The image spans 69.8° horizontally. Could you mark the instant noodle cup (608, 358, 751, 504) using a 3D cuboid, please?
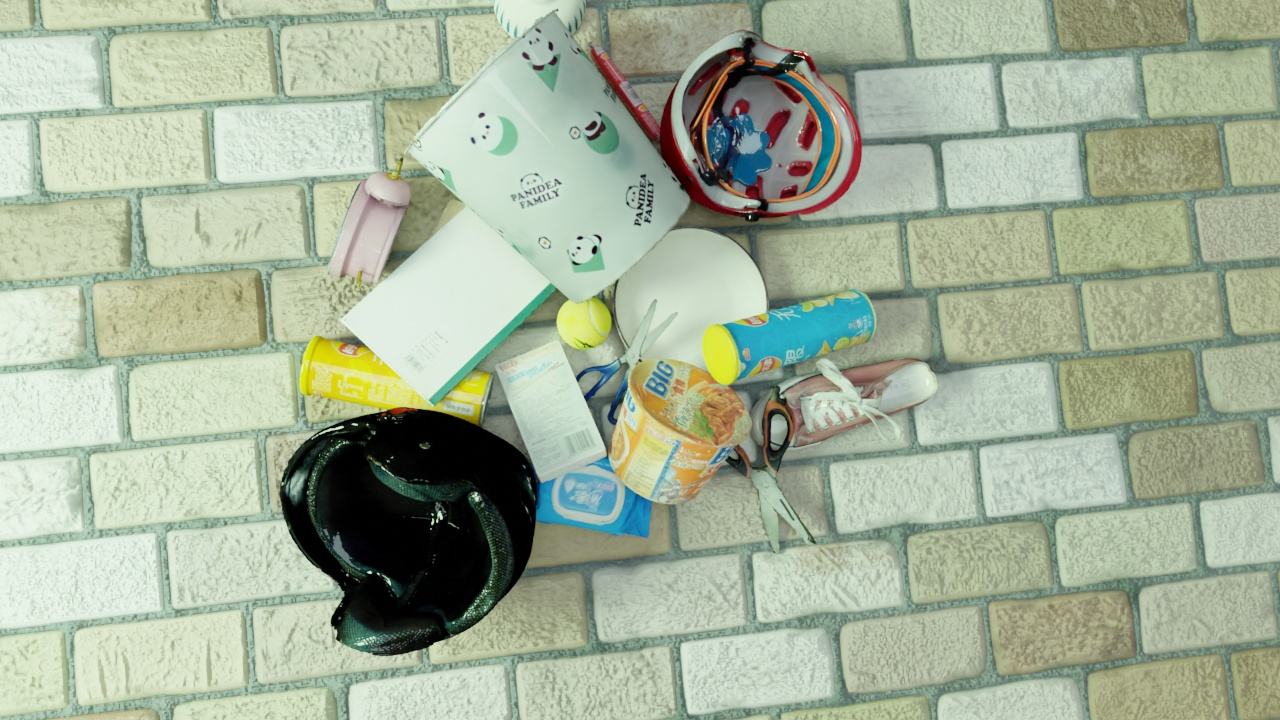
[{"bbox_3d":[0.037,0.086,1.061,0.151,0.151,0.112,23,122,-4],"label":"instant noodle cup"}]

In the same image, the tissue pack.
[{"bbox_3d":[-0.059,0.158,1.100,0.157,0.052,0.095,11,86,-5],"label":"tissue pack"}]

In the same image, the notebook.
[{"bbox_3d":[-0.220,-0.068,1.071,0.150,0.012,0.208,43,72,4],"label":"notebook"}]

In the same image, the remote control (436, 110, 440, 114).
[{"bbox_3d":[-0.194,-0.260,1.128,0.136,0.020,0.056,23,84,-4],"label":"remote control"}]

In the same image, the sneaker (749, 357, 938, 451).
[{"bbox_3d":[0.251,0.050,1.117,0.241,0.088,0.118,-15,88,-2],"label":"sneaker"}]

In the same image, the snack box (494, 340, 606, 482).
[{"bbox_3d":[-0.107,0.059,1.085,0.084,0.027,0.156,-22,65,-7],"label":"snack box"}]

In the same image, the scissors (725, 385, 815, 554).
[{"bbox_3d":[0.147,0.127,1.117,0.189,0.015,0.224,23,114,18],"label":"scissors"}]

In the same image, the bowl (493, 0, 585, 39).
[{"bbox_3d":[-0.124,-0.453,1.123,0.116,0.066,0.116,0,86,-6],"label":"bowl"}]

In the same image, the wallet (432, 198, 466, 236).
[{"bbox_3d":[-0.194,-0.142,1.121,0.115,0.024,0.087,22,90,-3],"label":"wallet"}]

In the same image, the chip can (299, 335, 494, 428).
[{"bbox_3d":[-0.283,0.026,1.076,0.213,0.072,0.072,12,85,-4],"label":"chip can"}]

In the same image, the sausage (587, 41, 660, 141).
[{"bbox_3d":[-0.018,-0.331,1.133,0.020,0.020,0.156,-35,86,-7],"label":"sausage"}]

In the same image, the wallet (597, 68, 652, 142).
[{"bbox_3d":[-0.056,-0.299,1.145,0.101,0.020,0.115,-29,88,-7],"label":"wallet"}]

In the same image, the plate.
[{"bbox_3d":[0.061,-0.068,1.132,0.192,0.039,0.192,0,87,-6],"label":"plate"}]

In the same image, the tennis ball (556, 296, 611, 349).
[{"bbox_3d":[-0.068,-0.046,1.105,0.065,0.065,0.065,0,86,-6],"label":"tennis ball"}]

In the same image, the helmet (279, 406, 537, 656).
[{"bbox_3d":[-0.243,0.167,0.998,0.275,0.229,0.234,21,108,16],"label":"helmet"}]

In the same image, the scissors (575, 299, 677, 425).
[{"bbox_3d":[-0.023,-0.001,1.099,0.144,0.012,0.170,3,110,9],"label":"scissors"}]

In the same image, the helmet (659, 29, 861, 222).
[{"bbox_3d":[0.129,-0.264,1.103,0.240,0.144,0.207,19,83,-20],"label":"helmet"}]

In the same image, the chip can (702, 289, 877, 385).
[{"bbox_3d":[0.180,-0.030,1.095,0.209,0.071,0.071,-15,88,-25],"label":"chip can"}]

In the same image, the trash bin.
[{"bbox_3d":[-0.093,-0.215,1.027,0.229,0.230,0.252,-44,105,-7],"label":"trash bin"}]

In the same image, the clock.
[{"bbox_3d":[-0.308,-0.163,1.065,0.059,0.117,0.158,20,87,-15],"label":"clock"}]
